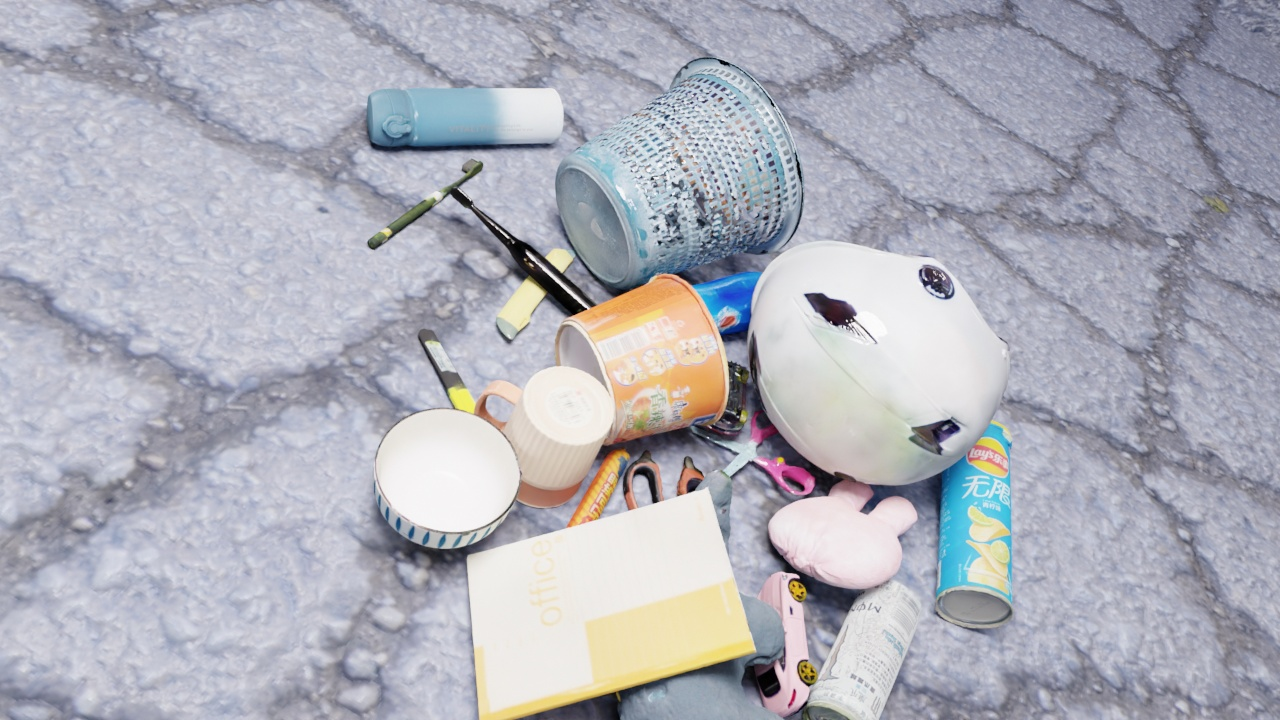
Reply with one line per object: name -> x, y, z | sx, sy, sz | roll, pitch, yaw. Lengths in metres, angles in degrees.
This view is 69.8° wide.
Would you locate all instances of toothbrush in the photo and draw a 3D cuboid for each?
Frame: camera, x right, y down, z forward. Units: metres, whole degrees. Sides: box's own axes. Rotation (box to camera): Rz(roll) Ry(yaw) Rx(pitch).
toothbrush -> -0.226, -0.169, 0.972 | 0.017, 0.012, 0.185 | 31, 48, 10
toothbrush -> -0.113, -0.103, 0.938 | 0.212, 0.026, 0.027 | 42, 10, 0

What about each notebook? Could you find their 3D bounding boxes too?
notebook -> -0.030, 0.184, 0.704 | 0.206, 0.010, 0.145 | -15, 47, 1

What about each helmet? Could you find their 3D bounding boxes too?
helmet -> 0.207, 0.022, 0.866 | 0.258, 0.230, 0.145 | 40, 44, -10

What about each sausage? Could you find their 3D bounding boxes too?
sausage -> -0.046, 0.134, 0.806 | 0.021, 0.022, 0.164 | 30, 48, 0

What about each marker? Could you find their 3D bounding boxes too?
marker -> -0.176, 0.017, 0.848 | 0.018, 0.015, 0.124 | -16, 59, -33

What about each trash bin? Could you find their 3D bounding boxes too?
trash bin -> 0.026, -0.181, 0.975 | 0.194, 0.227, 0.226 | -29, 69, -24

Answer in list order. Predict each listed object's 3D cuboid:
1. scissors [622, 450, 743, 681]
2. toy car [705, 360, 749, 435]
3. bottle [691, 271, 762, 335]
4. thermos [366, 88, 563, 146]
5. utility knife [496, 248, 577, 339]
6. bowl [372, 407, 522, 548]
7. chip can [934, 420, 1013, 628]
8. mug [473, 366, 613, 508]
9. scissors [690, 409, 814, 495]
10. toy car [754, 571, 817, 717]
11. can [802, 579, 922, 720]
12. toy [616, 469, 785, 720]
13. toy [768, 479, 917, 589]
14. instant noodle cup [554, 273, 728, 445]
scissors -> 0.053, 0.178, 0.819 | 0.206, 0.015, 0.193 | 38, 48, 7
toy car -> 0.082, 0.037, 0.929 | 0.049, 0.031, 0.106 | 17, 38, -7
bottle -> 0.098, -0.060, 0.993 | 0.218, 0.065, 0.065 | -14, 61, -32
thermos -> -0.196, -0.273, 1.031 | 0.220, 0.070, 0.070 | -10, 59, -29
utility knife -> -0.106, -0.076, 0.948 | 0.031, 0.018, 0.162 | 33, 50, -2
bowl -> -0.161, 0.104, 0.750 | 0.116, 0.066, 0.116 | 12, 49, -14
chip can -> 0.336, 0.158, 0.920 | 0.071, 0.071, 0.209 | 24, 49, -5
mug -> -0.088, 0.058, 0.790 | 0.114, 0.106, 0.081 | 32, 48, 2
scissors -> 0.113, 0.088, 0.912 | 0.133, 0.017, 0.135 | 23, 44, 4
toy car -> 0.117, 0.237, 0.774 | 0.037, 0.056, 0.122 | 17, 48, -20
can -> 0.193, 0.257, 0.789 | 0.058, 0.058, 0.146 | 37, 49, 7
toy -> 0.050, 0.245, 0.703 | 0.138, 0.091, 0.355 | -9, 52, 2
toy -> 0.193, 0.159, 0.855 | 0.121, 0.054, 0.159 | 24, 31, 34
instant noodle cup -> -0.005, 0.005, 0.849 | 0.111, 0.152, 0.151 | -18, 63, -24
